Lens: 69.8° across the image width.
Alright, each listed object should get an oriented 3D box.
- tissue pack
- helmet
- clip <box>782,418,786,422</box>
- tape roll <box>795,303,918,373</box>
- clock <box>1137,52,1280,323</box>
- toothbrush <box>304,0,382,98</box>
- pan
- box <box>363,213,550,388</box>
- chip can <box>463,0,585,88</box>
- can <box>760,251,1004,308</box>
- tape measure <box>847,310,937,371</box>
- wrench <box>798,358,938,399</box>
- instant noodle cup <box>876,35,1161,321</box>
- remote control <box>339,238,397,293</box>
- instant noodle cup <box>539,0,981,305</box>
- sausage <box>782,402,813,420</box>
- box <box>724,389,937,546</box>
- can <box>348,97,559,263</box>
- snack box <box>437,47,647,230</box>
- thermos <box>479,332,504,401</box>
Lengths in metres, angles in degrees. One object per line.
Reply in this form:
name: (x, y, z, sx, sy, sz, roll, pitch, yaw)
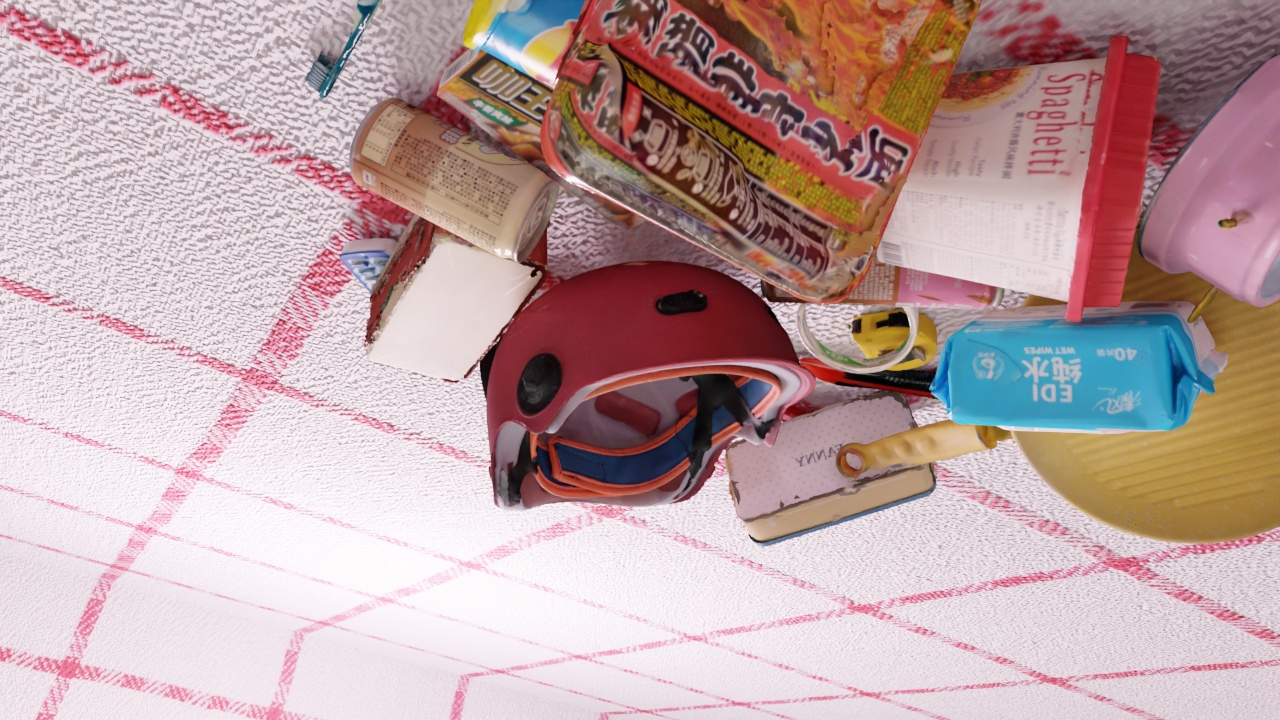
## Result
tissue pack: (0.244, 0.004, 0.514, 0.140, 0.063, 0.089, -1, -169, 37)
helmet: (-0.004, 0.004, 0.631, 0.206, 0.143, 0.241, 5, 147, -37)
clip: (0.141, 0.063, 0.848, 0.054, 0.033, 0.013, 9, 157, -28)
tape roll: (0.155, -0.028, 0.661, 0.086, 0.013, 0.086, 13, 133, 14)
clock: (0.314, -0.094, 0.429, 0.158, 0.060, 0.117, -43, 145, -1)
toothbrush: (-0.145, -0.196, 0.487, 0.018, 0.016, 0.192, 34, 144, -19)
pan: (0.270, 0.035, 0.609, 0.359, 0.197, 0.078, -24, 175, 38)
box: (-0.137, -0.047, 0.656, 0.091, 0.076, 0.169, 16, 143, -26)
chip can: (0.020, -0.144, 0.471, 0.210, 0.071, 0.071, 23, 148, -23)
can: (0.152, -0.063, 0.584, 0.147, 0.057, 0.058, 3, 150, 13)
tape measure: (0.194, -0.012, 0.691, 0.057, 0.028, 0.060, -11, 145, 31)
wrench: (0.179, 0.009, 0.748, 0.273, 0.016, 0.056, 10, 151, 1)
instant noodle cup: (0.190, -0.094, 0.475, 0.124, 0.116, 0.117, 9, 153, 25)
remote control: (-0.189, -0.056, 0.739, 0.049, 0.024, 0.125, 0, 148, 18)
instant noodle cup: (0.051, -0.136, 0.402, 0.164, 0.189, 0.079, 25, 178, -23)
sausage: (0.117, 0.037, 0.812, 0.155, 0.020, 0.020, 27, 147, -27)
box: (0.154, 0.095, 0.790, 0.184, 0.089, 0.060, -20, 142, 17)
can: (-0.113, -0.109, 0.557, 0.116, 0.058, 0.059, 28, 150, 3)
snack box: (-0.036, -0.137, 0.545, 0.153, 0.026, 0.075, 33, 144, -34)
thermos: (-0.060, 0.018, 0.773, 0.143, 0.093, 0.093, -3, 149, 7)
